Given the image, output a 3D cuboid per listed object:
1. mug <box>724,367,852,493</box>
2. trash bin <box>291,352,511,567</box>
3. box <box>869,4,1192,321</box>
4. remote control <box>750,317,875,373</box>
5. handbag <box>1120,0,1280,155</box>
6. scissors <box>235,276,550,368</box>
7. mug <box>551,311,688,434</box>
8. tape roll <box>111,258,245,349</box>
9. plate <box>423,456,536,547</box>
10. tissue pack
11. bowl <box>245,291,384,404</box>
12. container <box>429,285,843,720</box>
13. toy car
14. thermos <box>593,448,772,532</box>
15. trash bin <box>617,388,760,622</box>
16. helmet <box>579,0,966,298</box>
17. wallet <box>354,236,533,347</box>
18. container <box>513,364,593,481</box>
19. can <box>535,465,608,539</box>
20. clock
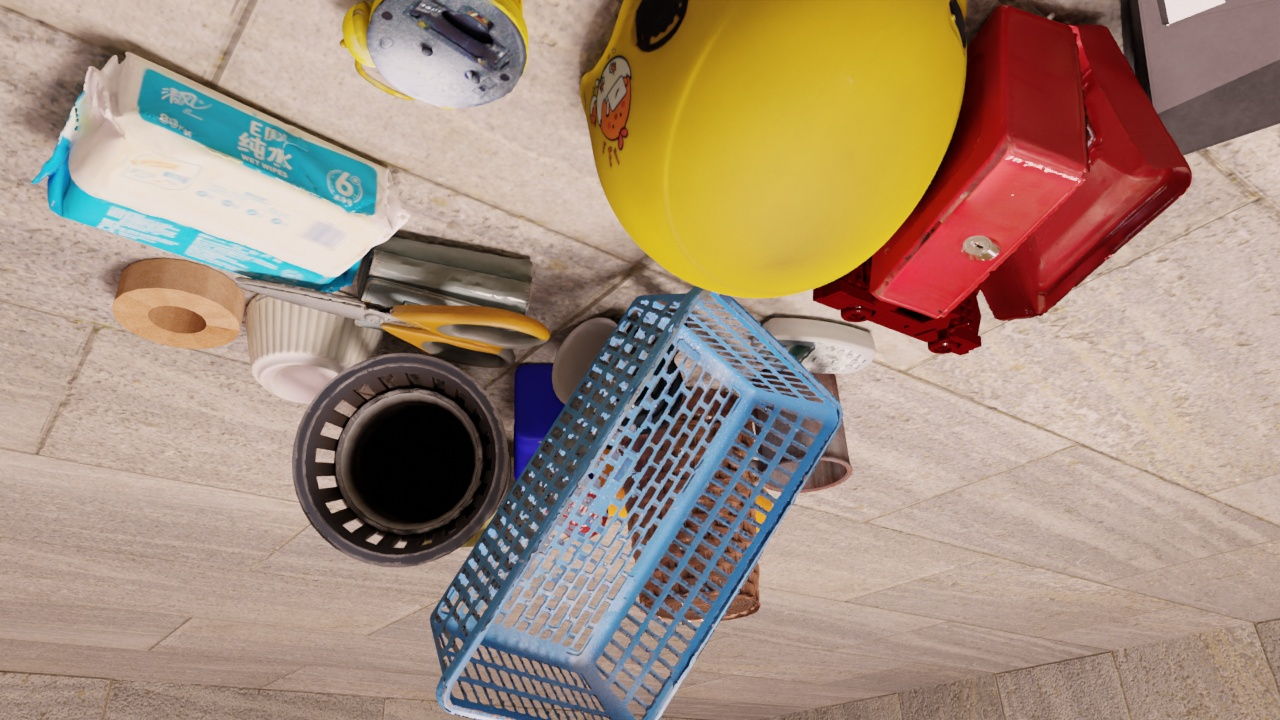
[{"bbox_3d":[0.140,0.068,0.908,0.123,0.110,0.096,-2,146,0],"label":"mug"},{"bbox_3d":[-0.193,0.094,0.824,0.164,0.164,0.227,-1,171,-4],"label":"trash bin"},{"bbox_3d":[0.211,-0.115,0.561,0.126,0.136,0.158,-2,151,-14],"label":"box"},{"bbox_3d":[0.159,-0.012,0.842,0.114,0.028,0.060,8,149,-18],"label":"remote control"},{"bbox_3d":[0.336,-0.223,0.459,0.176,0.072,0.196,-18,137,25],"label":"handbag"},{"bbox_3d":[-0.175,-0.034,0.671,0.228,0.016,0.114,16,154,-35],"label":"scissors"},{"bbox_3d":[-0.005,0.005,0.819,0.122,0.085,0.094,-46,137,13],"label":"mug"},{"bbox_3d":[-0.372,-0.044,0.742,0.094,0.027,0.094,-2,151,-1],"label":"tape roll"},{"bbox_3d":[-0.178,0.140,1.000,0.184,0.184,0.036,-4,110,3],"label":"plate"},{"bbox_3d":[-0.261,-0.108,0.598,0.209,0.066,0.117,22,142,-39],"label":"tissue pack"},{"bbox_3d":[-0.279,-0.007,0.782,0.115,0.062,0.115,-2,151,-1],"label":"bowl"},{"bbox_3d":[-0.003,0.129,0.763,0.089,0.362,0.257,28,174,44],"label":"container"},{"bbox_3d":[0.215,-0.056,0.722,0.169,0.070,0.062,16,158,-30],"label":"toy car"},{"bbox_3d":[0.048,0.158,1.108,0.232,0.091,0.076,14,119,-28],"label":"thermos"},{"bbox_3d":[0.049,0.154,0.949,0.151,0.209,0.151,-1,151,-1],"label":"trash bin"},{"bbox_3d":[0.082,-0.123,0.519,0.209,0.139,0.241,14,147,-28],"label":"helmet"},{"bbox_3d":[-0.158,-0.050,0.730,0.131,0.054,0.101,12,146,-17],"label":"wallet"},{"bbox_3d":[-0.084,0.065,0.907,0.084,0.085,0.114,0,150,-7],"label":"container"},{"bbox_3d":[-0.068,0.135,0.890,0.054,0.054,0.097,-9,149,11],"label":"can"},{"bbox_3d":[-0.110,-0.175,0.494,0.119,0.057,0.083,-27,143,37],"label":"clock"}]
